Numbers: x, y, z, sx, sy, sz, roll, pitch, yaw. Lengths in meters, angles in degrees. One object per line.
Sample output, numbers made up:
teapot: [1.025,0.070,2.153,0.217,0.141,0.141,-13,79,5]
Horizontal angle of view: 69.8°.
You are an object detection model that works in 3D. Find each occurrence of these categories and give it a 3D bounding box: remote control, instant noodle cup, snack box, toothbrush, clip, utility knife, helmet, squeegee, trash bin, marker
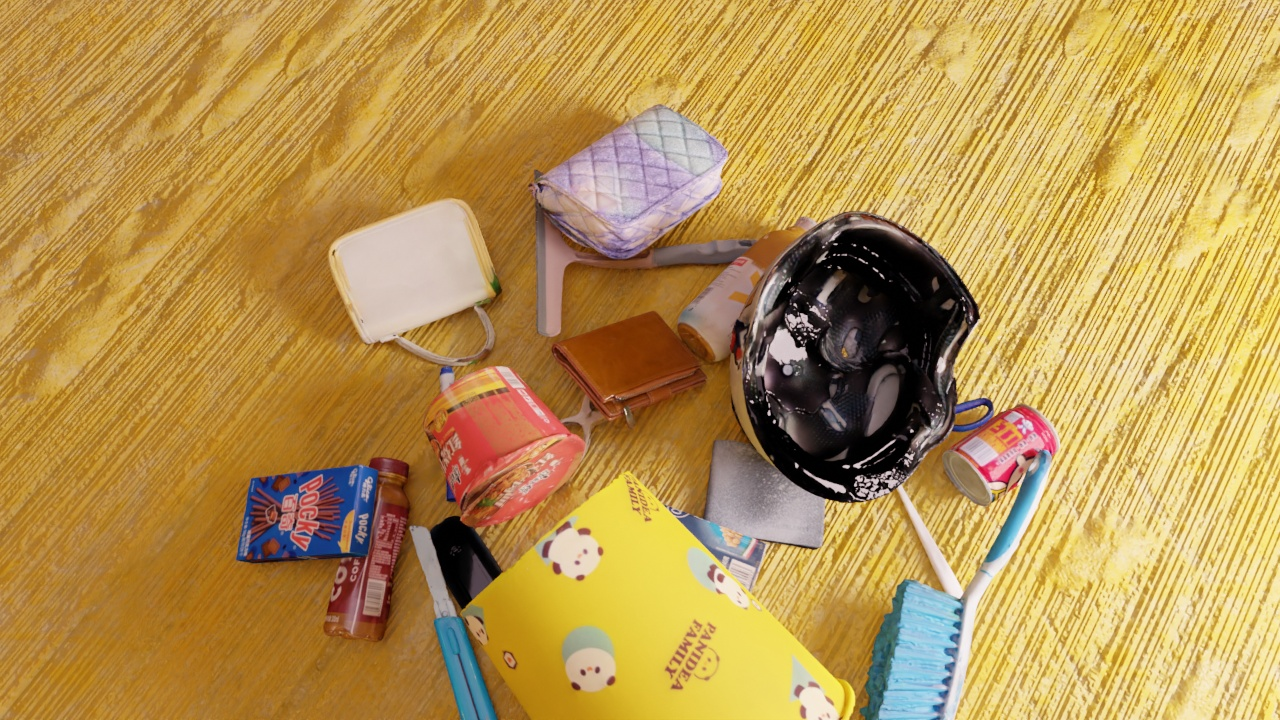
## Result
remote control: [-0.165,0.213,0.905,0.053,0.024,0.136,-35,72,-8]
instant noodle cup: [-0.139,0.079,0.901,0.137,0.138,0.108,-33,65,-10]
snack box: [-0.328,0.152,0.900,0.157,0.026,0.084,-10,67,27]
toothbrush: [0.277,0.162,0.910,0.016,0.016,0.180,-22,70,-4]
clip: [-0.053,0.057,0.957,0.071,0.035,0.100,39,84,14]
utility knife: [-0.179,0.268,0.879,0.034,0.018,0.238,-21,75,-4]
helmet: [0.184,-0.002,0.898,0.230,0.157,0.273,24,81,-14]
squeegee: [0.008,-0.117,1.015,0.249,0.040,0.247,-2,52,-4]
trash bin: [0.002,0.246,0.754,0.229,0.230,0.255,-40,83,-12]
marker: [-0.199,0.076,0.963,0.017,0.017,0.145,-8,69,-1]

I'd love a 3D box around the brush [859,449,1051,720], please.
brush: [0.291,0.219,0.849,0.109,0.060,0.314,17,82,2]

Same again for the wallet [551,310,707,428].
wallet: [-0.006,0.005,0.938,0.130,0.035,0.119,-19,58,-33]

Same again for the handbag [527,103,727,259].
handbag: [-0.007,-0.195,1.003,0.134,0.076,0.193,39,58,22]

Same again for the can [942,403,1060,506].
can: [0.356,0.092,0.906,0.093,0.066,0.066,-33,71,-10]

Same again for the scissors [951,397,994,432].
scissors: [0.274,0.055,0.937,0.163,0.012,0.163,-1,49,26]

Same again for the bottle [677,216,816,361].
bottle: [0.122,-0.080,0.980,0.068,0.068,0.189,42,76,16]

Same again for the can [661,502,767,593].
can: [0.059,0.191,0.877,0.111,0.075,0.075,20,71,9]

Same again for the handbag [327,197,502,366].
handbag: [-0.235,-0.070,1.005,0.163,0.063,0.178,-21,85,-5]

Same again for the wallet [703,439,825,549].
wallet: [0.127,0.135,0.927,0.121,0.019,0.097,8,72,4]

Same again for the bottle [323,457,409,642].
bottle: [-0.264,0.184,0.903,0.057,0.057,0.174,6,69,4]
